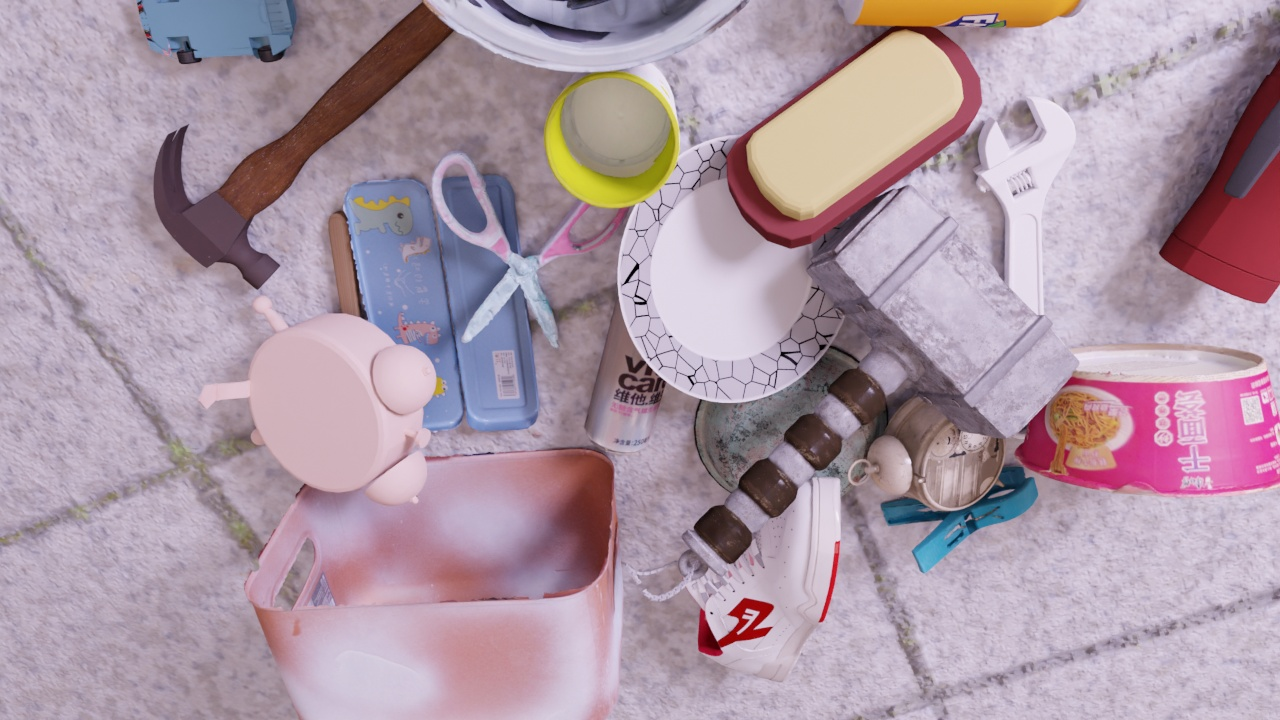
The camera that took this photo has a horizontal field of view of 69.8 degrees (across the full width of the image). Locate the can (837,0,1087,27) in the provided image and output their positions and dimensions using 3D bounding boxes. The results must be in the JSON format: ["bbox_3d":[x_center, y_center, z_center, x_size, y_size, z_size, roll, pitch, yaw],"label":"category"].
[{"bbox_3d":[0.197,-0.247,0.562,0.142,0.079,0.079,1,116,1],"label":"can"}]

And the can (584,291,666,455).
[{"bbox_3d":[-0.004,0.004,0.702,0.054,0.054,0.136,13,115,-5],"label":"can"}]

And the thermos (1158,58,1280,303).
[{"bbox_3d":[0.427,-0.141,0.597,0.107,0.084,0.199,-3,125,-39],"label":"thermos"}]

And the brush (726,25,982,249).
[{"bbox_3d":[0.137,-0.149,0.597,0.173,0.042,0.082,-36,78,3],"label":"brush"}]

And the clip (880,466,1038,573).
[{"bbox_3d":[0.263,0.119,0.760,0.120,0.103,0.027,-23,117,5],"label":"clip"}]

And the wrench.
[{"bbox_3d":[0.287,-0.058,0.686,0.066,0.018,0.273,-9,116,6],"label":"wrench"}]

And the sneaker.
[{"bbox_3d":[0.090,0.176,0.745,0.104,0.090,0.237,10,137,1],"label":"sneaker"}]

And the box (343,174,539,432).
[{"bbox_3d":[-0.149,-0.039,0.706,0.125,0.020,0.209,-2,115,4],"label":"box"}]

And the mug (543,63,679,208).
[{"bbox_3d":[-0.016,-0.153,0.598,0.082,0.106,0.083,1,115,1],"label":"mug"}]

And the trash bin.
[{"bbox_3d":[-0.141,0.185,0.725,0.260,0.181,0.157,-5,117,3],"label":"trash bin"}]

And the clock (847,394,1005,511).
[{"bbox_3d":[0.222,0.076,0.706,0.140,0.054,0.093,-10,111,-20],"label":"clock"}]

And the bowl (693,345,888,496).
[{"bbox_3d":[0.122,0.063,0.735,0.157,0.038,0.158,1,116,1],"label":"bowl"}]

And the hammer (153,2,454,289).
[{"bbox_3d":[-0.209,-0.177,0.635,0.323,0.033,0.115,-35,112,16],"label":"hammer"}]

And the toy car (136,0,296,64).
[{"bbox_3d":[-0.278,-0.230,0.612,0.108,0.027,0.060,1,116,12],"label":"toy car"}]

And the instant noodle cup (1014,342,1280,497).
[{"bbox_3d":[0.362,0.034,0.652,0.179,0.178,0.078,-4,99,3],"label":"instant noodle cup"}]

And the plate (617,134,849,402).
[{"bbox_3d":[0.070,-0.064,0.657,0.188,0.016,0.189,-4,102,-21],"label":"plate"}]

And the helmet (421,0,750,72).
[{"bbox_3d":[-0.032,-0.296,0.500,0.236,0.163,0.264,-15,108,4],"label":"helmet"}]

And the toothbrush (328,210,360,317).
[{"bbox_3d":[-0.224,-0.034,0.713,0.016,0.016,0.167,2,114,4],"label":"toothbrush"}]

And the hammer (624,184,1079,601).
[{"bbox_3d":[0.125,0.050,0.631,0.326,0.079,0.177,-45,94,-3],"label":"hammer"}]

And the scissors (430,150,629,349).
[{"bbox_3d":[-0.091,-0.086,0.664,0.173,0.013,0.171,36,104,-29],"label":"scissors"}]

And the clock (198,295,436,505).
[{"bbox_3d":[-0.234,0.036,0.690,0.160,0.086,0.131,17,114,11],"label":"clock"}]
